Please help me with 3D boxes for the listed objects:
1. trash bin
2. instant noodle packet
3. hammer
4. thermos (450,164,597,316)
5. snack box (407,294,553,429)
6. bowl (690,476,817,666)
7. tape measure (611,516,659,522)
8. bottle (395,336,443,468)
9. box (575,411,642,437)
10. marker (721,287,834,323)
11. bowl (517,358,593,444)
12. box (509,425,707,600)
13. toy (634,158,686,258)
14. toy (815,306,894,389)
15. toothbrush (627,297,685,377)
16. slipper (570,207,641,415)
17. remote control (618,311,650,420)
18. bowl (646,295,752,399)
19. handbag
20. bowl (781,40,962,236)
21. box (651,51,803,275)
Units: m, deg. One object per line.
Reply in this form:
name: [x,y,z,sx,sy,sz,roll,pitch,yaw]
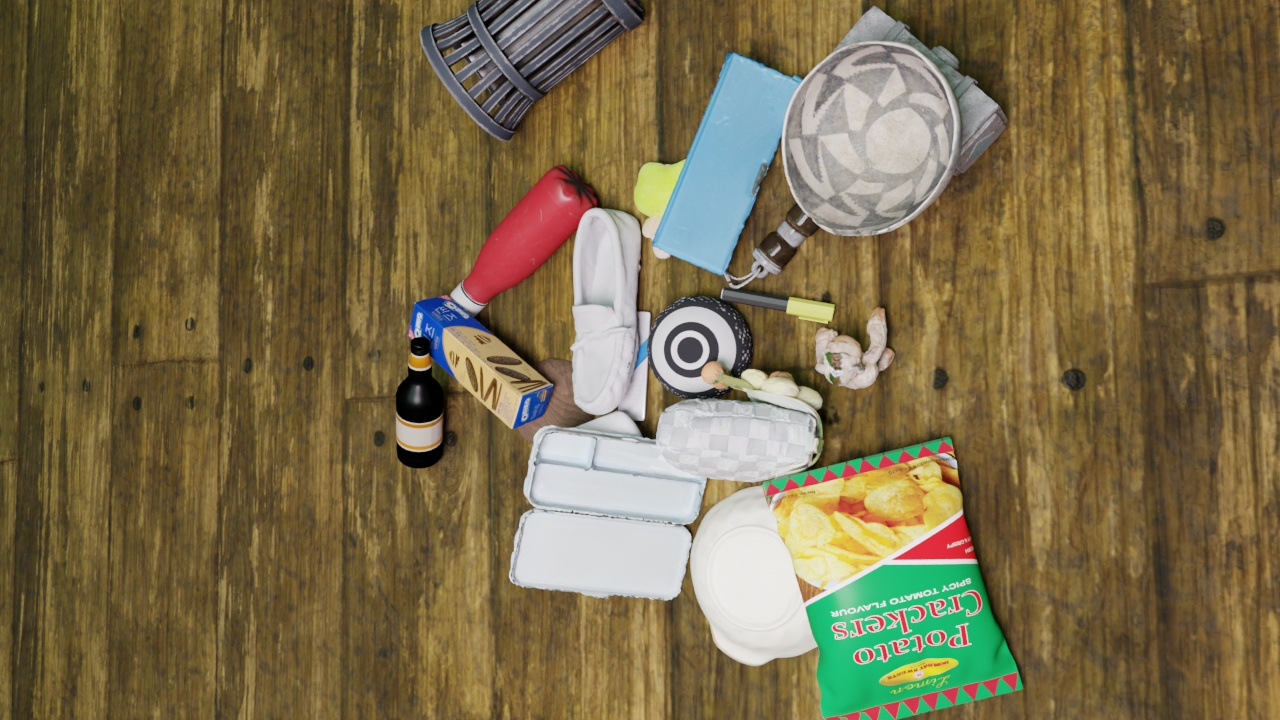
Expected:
trash bin: [-0.123,-0.400,1.102,0.228,0.164,0.164,-33,74,16]
instant noodle packet: [0.247,0.221,0.909,0.195,0.090,0.252,-14,83,1]
hammer: [0.212,-0.192,0.978,0.177,0.079,0.327,48,112,20]
thermos: [-0.155,-0.139,1.146,0.240,0.073,0.073,-41,71,26]
snack box: [-0.201,-0.002,1.127,0.207,0.057,0.056,38,127,24]
bowl: [0.132,0.232,0.995,0.188,0.060,0.219,23,96,25]
tape measure: [-0.007,0.177,1.076,0.064,0.037,0.065,17,94,25]
bottle: [-0.278,0.051,1.158,0.059,0.059,0.182,27,128,24]
box: [-0.060,0.120,1.097,0.106,0.150,0.080,-19,79,-19]
marker: [0.150,-0.062,1.012,0.124,0.017,0.021,11,127,13]
bowl: [-0.115,0.055,1.139,0.118,0.030,0.118,-2,86,25]
box: [-0.032,0.173,1.024,0.208,0.037,0.189,8,102,-18]
toy: [0.035,-0.177,1.073,0.092,0.046,0.115,0,94,27]
toy: [0.210,-0.004,0.951,0.085,0.105,0.074,-7,104,32]
toothbrush: [0.001,-0.010,1.082,0.016,0.014,0.167,44,98,13]
slipper: [-0.045,-0.060,1.076,0.112,0.074,0.246,-3,81,51]
remote control: [-0.007,0.006,1.099,0.033,0.012,0.131,3,88,18]
bowl: [0.062,-0.013,1.025,0.120,0.066,0.120,1,93,15]
handbag: [0.103,0.065,0.965,0.171,0.112,0.123,3,81,8]
bowl: [0.229,-0.210,0.876,0.179,0.081,0.178,10,105,39]
box: [0.095,-0.218,1.028,0.093,0.052,0.231,21,96,-4]
